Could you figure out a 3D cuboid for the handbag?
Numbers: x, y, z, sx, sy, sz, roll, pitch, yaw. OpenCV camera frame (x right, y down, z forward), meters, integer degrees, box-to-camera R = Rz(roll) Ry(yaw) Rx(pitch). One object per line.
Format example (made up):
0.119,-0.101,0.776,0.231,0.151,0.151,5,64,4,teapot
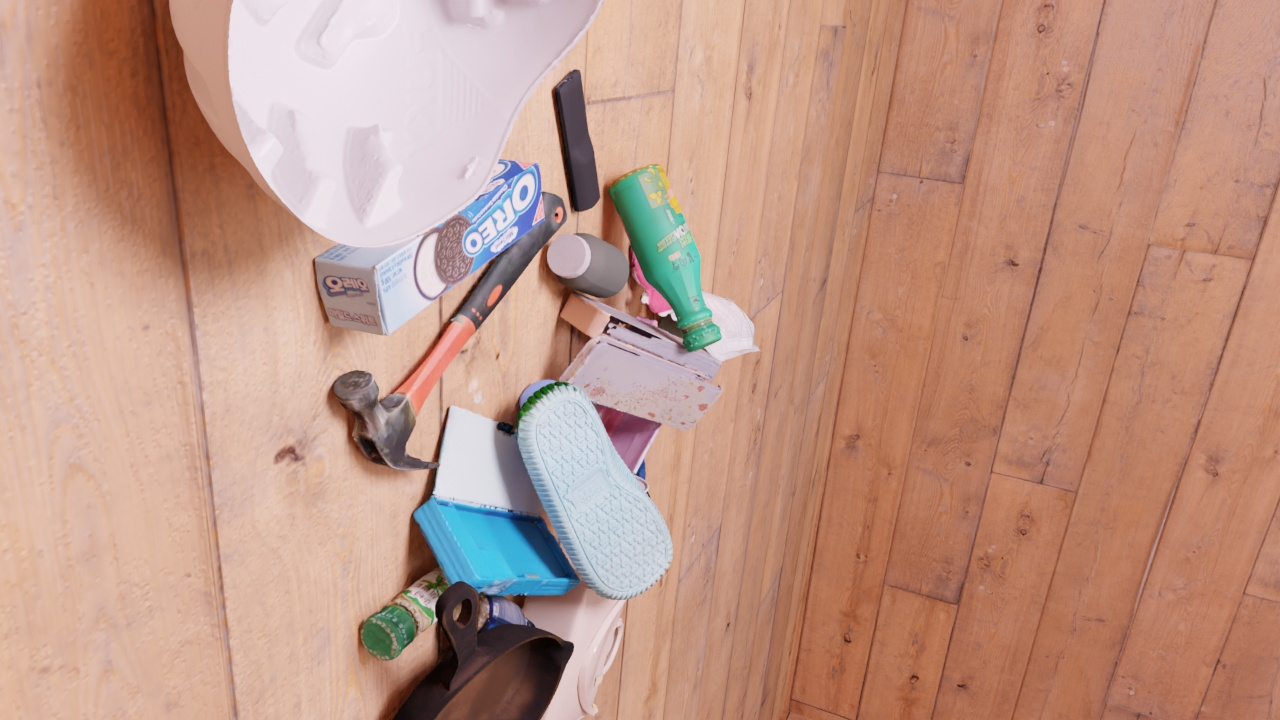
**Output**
-0.072,0.340,1.103,0.197,0.101,0.194,22,84,-62,handbag

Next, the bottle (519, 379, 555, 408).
-0.086,0.081,0.984,0.047,0.048,0.131,-61,145,-36,bottle

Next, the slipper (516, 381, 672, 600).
-0.056,0.139,0.959,0.115,0.070,0.276,-39,119,-27,slipper

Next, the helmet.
-0.137,-0.199,0.507,0.224,0.184,0.281,51,48,-58,helmet

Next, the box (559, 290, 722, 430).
-0.001,-0.006,1.042,0.095,0.107,0.216,-42,141,25,box

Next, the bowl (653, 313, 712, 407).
0.069,0.003,1.344,0.174,0.068,0.174,11,90,-69,bowl

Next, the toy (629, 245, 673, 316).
0.013,-0.104,1.161,0.065,0.050,0.102,-20,93,-43,toy

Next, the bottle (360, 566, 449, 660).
-0.198,0.221,0.813,0.109,0.043,0.043,-33,133,-63,bottle

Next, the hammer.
-0.145,-0.043,0.809,0.133,0.033,0.332,79,31,-45,hammer

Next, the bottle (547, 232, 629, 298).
-0.055,-0.101,0.962,0.108,0.060,0.060,12,91,-70,bottle

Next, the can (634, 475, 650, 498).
-0.033,0.226,1.193,0.080,0.080,0.146,-27,128,-64,can

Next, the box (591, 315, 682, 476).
-0.007,0.060,1.121,0.100,0.099,0.231,92,22,-46,box

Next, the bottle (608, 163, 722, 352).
0.033,-0.112,1.028,0.209,0.068,0.068,68,23,3,bottle

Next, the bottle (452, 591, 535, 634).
-0.150,0.273,0.950,0.161,0.056,0.056,62,45,-61,bottle

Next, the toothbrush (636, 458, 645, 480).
0.000,0.147,1.322,0.021,0.016,0.132,-50,146,-47,toothbrush

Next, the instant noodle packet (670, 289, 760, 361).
0.097,-0.054,1.316,0.057,0.147,0.268,-46,167,17,instant noodle packet

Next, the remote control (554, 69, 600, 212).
-0.061,-0.220,0.930,0.141,0.021,0.045,82,28,-42,remote control

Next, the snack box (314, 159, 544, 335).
-0.153,-0.096,0.714,0.225,0.059,0.059,-49,142,-51,snack box

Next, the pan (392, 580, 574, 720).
-0.163,0.302,0.844,0.248,0.043,0.357,-37,147,-34,pan

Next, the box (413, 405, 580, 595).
-0.143,0.151,0.914,0.243,0.064,0.174,38,37,-68,box
